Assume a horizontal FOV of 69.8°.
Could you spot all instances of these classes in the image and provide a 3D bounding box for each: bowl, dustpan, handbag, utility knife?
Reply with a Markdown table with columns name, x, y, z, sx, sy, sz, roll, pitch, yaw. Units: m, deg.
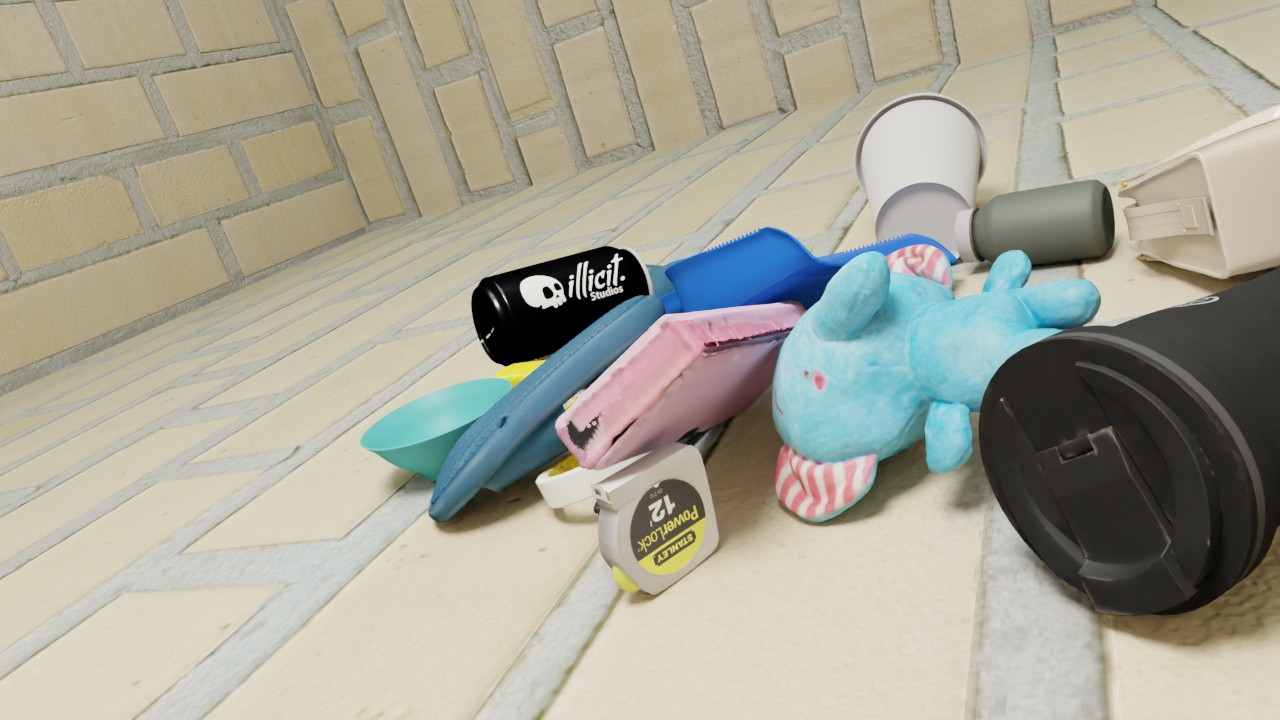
| name | x | y | z | sx | sy | sz | roll | pitch | yaw |
| --- | --- | --- | --- | --- | --- | --- | --- | --- | --- |
| bowl | -0.150 | 0.060 | 0.711 | 0.121 | 0.046 | 0.121 | -17 | 17 | 5 |
| dustpan | 0.080 | -0.048 | 0.721 | 0.258 | 0.059 | 0.245 | -27 | -11 | 37 |
| handbag | 0.425 | -0.119 | 0.615 | 0.195 | 0.101 | 0.197 | -16 | 5 | 8 |
| utility knife | -0.040 | 0.007 | 0.698 | 0.198 | 0.020 | 0.028 | -7 | 28 | 41 |

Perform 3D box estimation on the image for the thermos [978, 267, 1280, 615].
| name | x | y | z | sx | sy | sz | roll | pitch | yaw |
| --- | --- | --- | --- | --- | --- | --- | --- | --- | --- |
| thermos | 0.246 | 0.011 | 0.370 | 0.218 | 0.106 | 0.106 | -21 | 16 | -25 |

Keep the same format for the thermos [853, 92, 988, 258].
| name | x | y | z | sx | sy | sz | roll | pitch | yaw |
| --- | --- | --- | --- | --- | --- | --- | --- | --- | --- |
| thermos | 0.268 | -0.168 | 0.875 | 0.132 | 0.131 | 0.221 | -12 | 26 | 22 |

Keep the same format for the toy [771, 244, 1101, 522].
| name | x | y | z | sx | sy | sz | roll | pitch | yaw |
| --- | --- | --- | --- | --- | --- | --- | --- | --- | --- |
| toy | 0.136 | -0.006 | 0.470 | 0.181 | 0.115 | 0.183 | -22 | 33 | 58 |

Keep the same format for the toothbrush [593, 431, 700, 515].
| name | x | y | z | sx | sy | sz | roll | pitch | yaw |
| --- | --- | --- | --- | --- | --- | --- | --- | --- | --- |
| toothbrush | 0.025 | 0.057 | 0.604 | 0.014 | 0.017 | 0.187 | -1 | 21 | 35 |

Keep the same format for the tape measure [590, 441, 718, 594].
| name | x | y | z | sx | sy | sz | roll | pitch | yaw |
| --- | --- | --- | --- | --- | --- | --- | --- | --- | --- |
| tape measure | 0.008 | 0.079 | 0.456 | 0.064 | 0.065 | 0.017 | -27 | 19 | -32 |

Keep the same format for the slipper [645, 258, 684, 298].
| name | x | y | z | sx | sy | sz | roll | pitch | yaw |
| --- | --- | --- | --- | --- | --- | --- | --- | --- | --- |
| slipper | 0.007 | -0.073 | 0.944 | 0.104 | 0.059 | 0.213 | -1 | 23 | 38 |

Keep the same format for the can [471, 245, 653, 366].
| name | x | y | z | sx | sy | sz | roll | pitch | yaw |
| --- | --- | --- | --- | --- | --- | --- | --- | --- | --- |
| can | -0.068 | -0.050 | 0.807 | 0.145 | 0.080 | 0.080 | -19 | 15 | -27 |

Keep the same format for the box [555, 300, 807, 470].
| name | x | y | z | sx | sy | sz | roll | pitch | yaw |
| --- | --- | --- | --- | --- | --- | --- | --- | --- | --- |
| box | 0.042 | 0.008 | 0.525 | 0.098 | 0.041 | 0.232 | -42 | -12 | 20 |

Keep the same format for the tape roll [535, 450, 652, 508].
| name | x | y | z | sx | sy | sz | roll | pitch | yaw |
| --- | --- | --- | --- | --- | --- | --- | --- | --- | --- |
| tape roll | -0.020 | 0.062 | 0.577 | 0.094 | 0.019 | 0.094 | -28 | 4 | 2 |

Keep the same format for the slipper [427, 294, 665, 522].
| name | x | y | z | sx | sy | sz | roll | pitch | yaw |
| --- | --- | --- | --- | --- | --- | --- | --- | --- | --- |
| slipper | -0.060 | 0.037 | 0.617 | 0.213 | 0.059 | 0.104 | -42 | 8 | -1 |

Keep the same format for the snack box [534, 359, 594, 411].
| name | x | y | z | sx | sy | sz | roll | pitch | yaw |
| --- | --- | --- | --- | --- | --- | --- | --- | --- | --- |
| snack box | -0.072 | 0.030 | 0.747 | 0.075 | 0.025 | 0.152 | -37 | 24 | -31 |

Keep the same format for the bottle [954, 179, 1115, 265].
| name | x | y | z | sx | sy | sz | roll | pitch | yaw |
| --- | --- | --- | --- | --- | --- | --- | --- | --- | --- |
| bottle | 0.309 | -0.105 | 0.722 | 0.109 | 0.060 | 0.060 | -4 | 22 | 38 |
